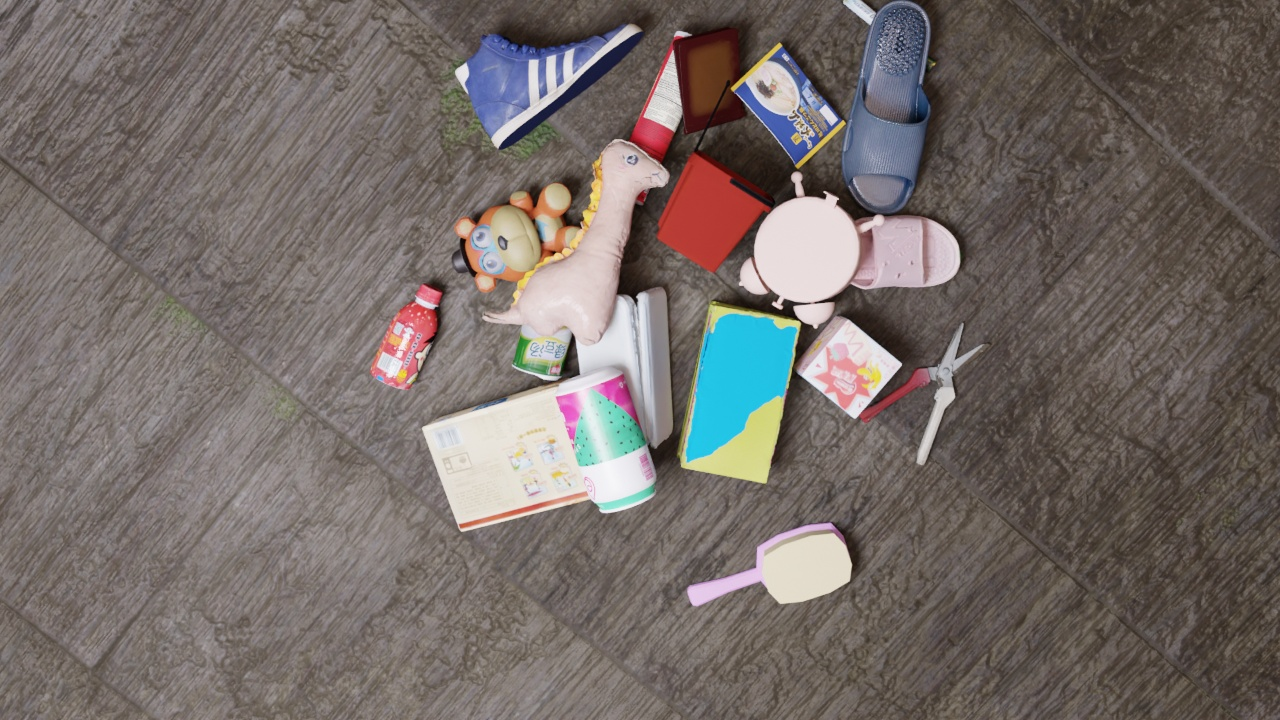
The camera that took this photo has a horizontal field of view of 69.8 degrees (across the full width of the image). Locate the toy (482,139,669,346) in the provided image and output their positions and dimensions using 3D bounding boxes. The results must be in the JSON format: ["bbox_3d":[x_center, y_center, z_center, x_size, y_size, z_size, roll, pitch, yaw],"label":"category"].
[{"bbox_3d":[-0.076,-0.152,1.125,0.196,0.065,0.264,9,81,5],"label":"toy"}]

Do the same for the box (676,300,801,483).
[{"bbox_3d":[0.128,0.039,1.207,0.124,0.083,0.221,9,95,-1],"label":"box"}]

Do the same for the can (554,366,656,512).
[{"bbox_3d":[-0.041,0.096,1.127,0.088,0.088,0.166,-18,94,3],"label":"can"}]

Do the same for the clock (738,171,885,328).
[{"bbox_3d":[0.207,-0.136,1.147,0.131,0.086,0.161,32,111,14],"label":"clock"}]

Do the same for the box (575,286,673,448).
[{"bbox_3d":[-0.025,0.012,1.195,0.106,0.129,0.211,1,99,22],"label":"box"}]

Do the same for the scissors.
[{"bbox_3d":[0.386,0.050,1.236,0.196,0.015,0.179,-12,96,2],"label":"scissors"}]

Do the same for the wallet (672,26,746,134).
[{"bbox_3d":[0.088,-0.352,1.153,0.091,0.018,0.116,-21,122,-21],"label":"wallet"}]

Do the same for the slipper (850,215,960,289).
[{"bbox_3d":[0.297,-0.140,1.187,0.239,0.064,0.094,-1,97,2],"label":"slipper"}]

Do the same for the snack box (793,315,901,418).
[{"bbox_3d":[0.268,0.007,1.198,0.093,0.079,0.095,39,97,-4],"label":"snack box"}]

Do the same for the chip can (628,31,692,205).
[{"bbox_3d":[0.024,-0.307,1.174,0.052,0.051,0.215,24,97,-3],"label":"chip can"}]

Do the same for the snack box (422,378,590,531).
[{"bbox_3d":[-0.165,0.125,1.209,0.208,0.055,0.153,-17,97,18],"label":"snack box"}]

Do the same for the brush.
[{"bbox_3d":[0.176,0.294,1.256,0.229,0.043,0.089,-19,97,3],"label":"brush"}]

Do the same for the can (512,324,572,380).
[{"bbox_3d":[-0.122,-0.040,1.203,0.067,0.067,0.121,15,97,-1],"label":"can"}]

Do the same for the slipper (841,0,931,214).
[{"bbox_3d":[0.313,-0.314,1.149,0.101,0.082,0.264,4,104,4],"label":"slipper"}]

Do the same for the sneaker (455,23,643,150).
[{"bbox_3d":[-0.123,-0.384,1.152,0.233,0.091,0.118,-36,93,13],"label":"sneaker"}]

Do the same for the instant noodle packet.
[{"bbox_3d":[0.190,-0.326,1.177,0.087,0.026,0.134,-44,101,-4],"label":"instant noodle packet"}]

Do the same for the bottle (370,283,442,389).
[{"bbox_3d":[-0.302,-0.034,1.209,0.062,0.062,0.137,27,97,-3],"label":"bottle"}]

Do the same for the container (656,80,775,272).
[{"bbox_3d":[0.108,-0.223,1.137,0.127,0.148,0.201,32,106,-2],"label":"container"}]

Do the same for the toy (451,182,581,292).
[{"bbox_3d":[-0.159,-0.155,1.182,0.176,0.096,0.112,-22,96,15],"label":"toy"}]

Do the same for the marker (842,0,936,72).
[{"bbox_3d":[0.317,-0.420,1.173,0.146,0.017,0.017,37,96,-4],"label":"marker"}]
